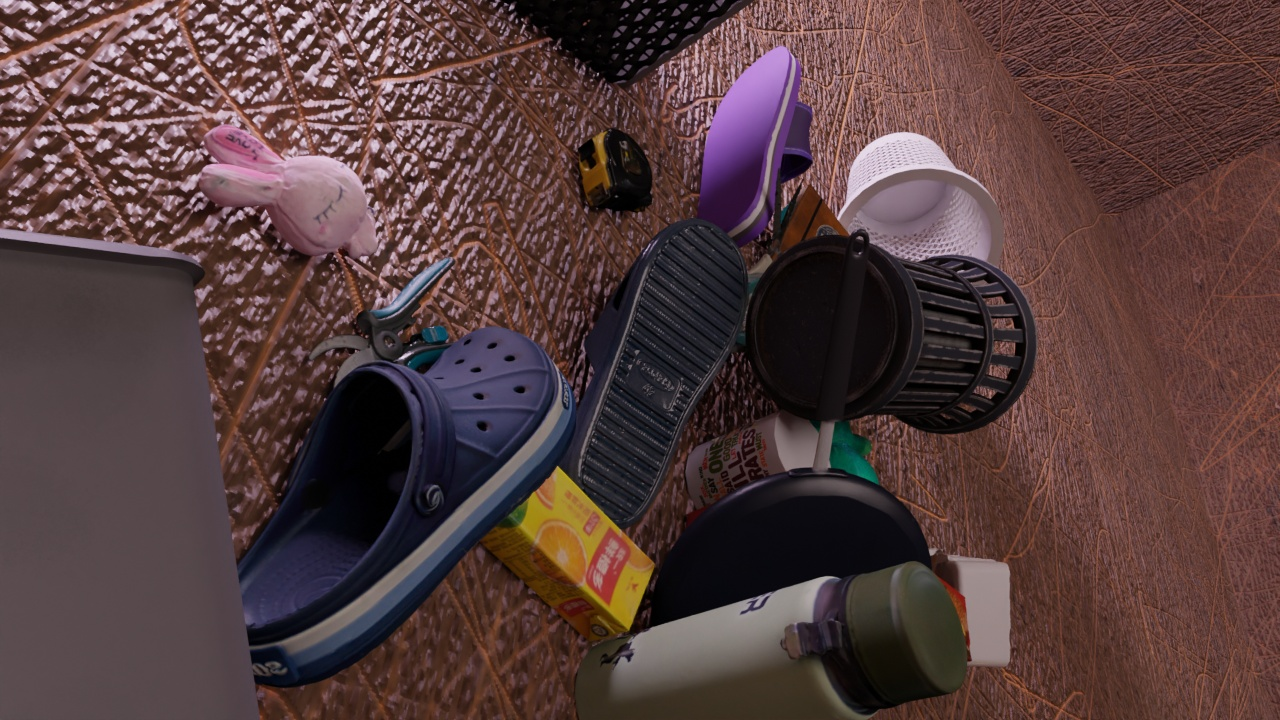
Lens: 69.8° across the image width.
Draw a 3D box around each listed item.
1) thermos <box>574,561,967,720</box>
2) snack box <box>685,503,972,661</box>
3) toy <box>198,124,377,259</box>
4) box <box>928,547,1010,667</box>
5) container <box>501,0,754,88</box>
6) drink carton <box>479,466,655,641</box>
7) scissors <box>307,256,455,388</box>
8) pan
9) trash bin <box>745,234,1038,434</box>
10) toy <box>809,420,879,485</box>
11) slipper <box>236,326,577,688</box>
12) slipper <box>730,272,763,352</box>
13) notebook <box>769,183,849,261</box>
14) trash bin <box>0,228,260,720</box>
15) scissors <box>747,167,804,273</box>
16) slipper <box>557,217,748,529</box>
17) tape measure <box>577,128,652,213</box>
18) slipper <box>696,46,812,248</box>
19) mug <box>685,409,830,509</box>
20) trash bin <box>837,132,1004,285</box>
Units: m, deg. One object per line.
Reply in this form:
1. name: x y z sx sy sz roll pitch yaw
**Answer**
1. thermos: 0.065 0.173 0.518 0.082 0.232 0.082 29 48 -37
2. snack box: 0.151 0.180 0.724 0.236 0.113 0.060 38 41 -30
3. toy: -0.198 -0.096 0.529 0.110 0.047 0.063 21 43 -39
4. box: 0.249 0.209 0.838 0.136 0.109 0.128 5 81 -18
5. container: -0.021 -0.435 0.810 0.243 0.246 0.246 32 45 -40
6. drink carton: -0.054 0.112 0.575 0.134 0.043 0.058 47 41 -18
7. scissors: -0.140 -0.021 0.575 0.156 0.019 0.124 20 52 -45
8. pan: 0.113 0.092 0.596 0.198 0.357 0.021 2 19 -12
9. trash bin: 0.205 -0.020 0.758 0.227 0.165 0.164 3 65 -49
10. toy: 0.182 0.079 0.858 0.130 0.073 0.193 9 56 -29
11. slipper: -0.119 0.049 0.471 0.252 0.105 0.095 -56 131 -48
12. slipper: 0.136 -0.042 0.852 0.268 0.055 0.098 -10 113 -38
13. notebook: 0.189 -0.075 0.988 0.178 0.014 0.248 47 48 -20
14. trash bin: -0.246 0.069 0.315 0.191 0.098 0.219 3 66 -51
15. scissors: 0.123 -0.090 0.870 0.161 0.013 0.158 -40 126 -26
16. slipper: -0.004 0.004 0.687 0.101 0.083 0.263 40 60 -27
17. tape measure: -0.021 -0.165 0.801 0.071 0.042 0.072 -1 66 -48
18. slipper: 0.131 -0.205 0.963 0.084 0.107 0.265 37 49 -29
19. mug: 0.103 0.089 0.744 0.105 0.090 0.073 2 66 -51
20. trash bin: 0.336 -0.189 1.158 0.195 0.196 0.199 46 29 -21
